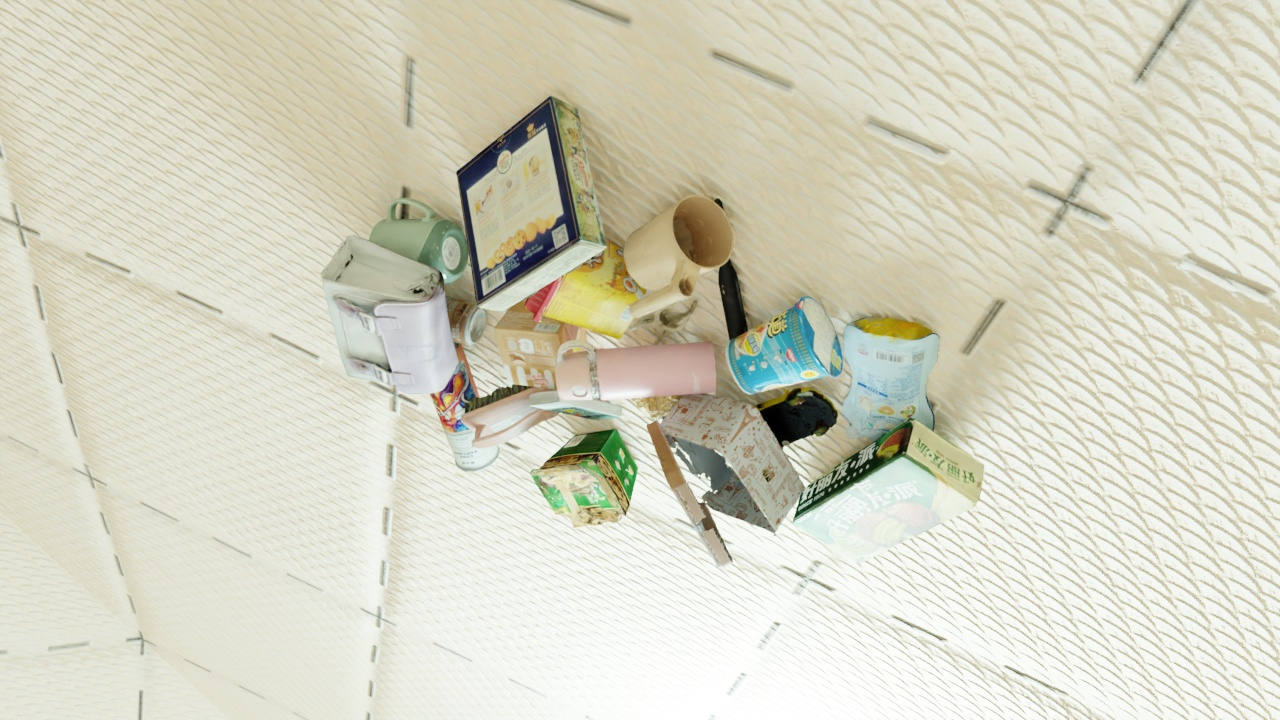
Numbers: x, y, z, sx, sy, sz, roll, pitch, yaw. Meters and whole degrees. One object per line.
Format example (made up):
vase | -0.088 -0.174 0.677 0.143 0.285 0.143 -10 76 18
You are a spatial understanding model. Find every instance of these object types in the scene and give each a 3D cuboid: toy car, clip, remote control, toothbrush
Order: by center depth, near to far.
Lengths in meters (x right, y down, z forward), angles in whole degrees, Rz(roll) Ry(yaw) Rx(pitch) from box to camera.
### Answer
toothbrush | 0.105 -0.093 1.082 0.026 0.027 0.213 13 132 35
clip | 0.023 -0.058 1.147 0.076 0.034 0.104 47 139 -19
toy car | 0.186 0.076 1.172 0.071 0.041 0.156 45 137 -15
remote control | -0.088 0.062 1.249 0.056 0.019 0.135 -8 164 37

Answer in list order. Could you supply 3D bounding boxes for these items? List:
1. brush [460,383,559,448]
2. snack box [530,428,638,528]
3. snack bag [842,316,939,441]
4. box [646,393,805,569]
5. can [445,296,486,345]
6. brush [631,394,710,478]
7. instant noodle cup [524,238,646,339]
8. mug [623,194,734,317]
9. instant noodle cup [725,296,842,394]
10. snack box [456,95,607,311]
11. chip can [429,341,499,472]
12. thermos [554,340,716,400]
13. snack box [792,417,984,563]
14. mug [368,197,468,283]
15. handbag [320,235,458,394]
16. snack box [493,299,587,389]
brush | -0.178 0.074 1.301 0.146 0.073 0.063 -21 140 14
snack box | -0.070 0.161 1.322 0.118 0.105 0.117 -12 120 31
snack bag | 0.295 0.034 1.090 0.110 0.038 0.191 3 132 16
box | 0.085 0.154 1.172 0.149 0.157 0.181 11 144 47
can | -0.276 -0.060 1.265 0.116 0.058 0.059 14 132 15
brush | 0.062 0.099 1.258 0.083 0.045 0.255 -18 122 31
instant noodle cup | -0.060 -0.095 1.107 0.123 0.116 0.116 24 135 -11
mug | 0.035 -0.111 1.021 0.084 0.124 0.104 29 154 -24
instant noodle cup | 0.163 -0.011 1.067 0.110 0.099 0.099 -23 115 32
snack box | -0.129 -0.172 1.035 0.178 0.182 0.045 -26 158 38
chip can | -0.270 0.063 1.358 0.071 0.071 0.215 5 128 22
thermos | -0.007 0.007 1.141 0.198 0.067 0.087 -2 130 -1
snack box | 0.306 0.171 1.158 0.114 0.063 0.241 32 142 -8
mug | -0.286 -0.154 1.181 0.106 0.082 0.112 3 111 24
handbag | -0.317 -0.047 1.176 0.145 0.098 0.197 13 144 3
snack box | -0.128 -0.023 1.214 0.093 0.076 0.094 7 130 19
